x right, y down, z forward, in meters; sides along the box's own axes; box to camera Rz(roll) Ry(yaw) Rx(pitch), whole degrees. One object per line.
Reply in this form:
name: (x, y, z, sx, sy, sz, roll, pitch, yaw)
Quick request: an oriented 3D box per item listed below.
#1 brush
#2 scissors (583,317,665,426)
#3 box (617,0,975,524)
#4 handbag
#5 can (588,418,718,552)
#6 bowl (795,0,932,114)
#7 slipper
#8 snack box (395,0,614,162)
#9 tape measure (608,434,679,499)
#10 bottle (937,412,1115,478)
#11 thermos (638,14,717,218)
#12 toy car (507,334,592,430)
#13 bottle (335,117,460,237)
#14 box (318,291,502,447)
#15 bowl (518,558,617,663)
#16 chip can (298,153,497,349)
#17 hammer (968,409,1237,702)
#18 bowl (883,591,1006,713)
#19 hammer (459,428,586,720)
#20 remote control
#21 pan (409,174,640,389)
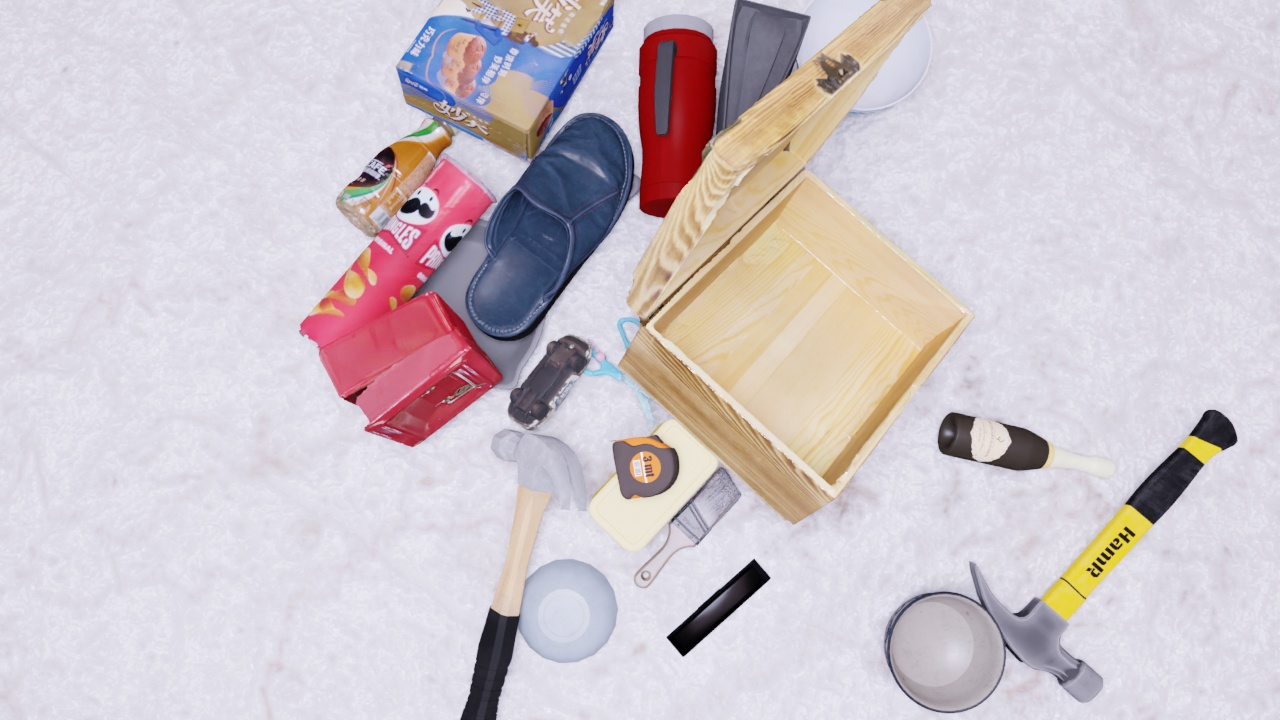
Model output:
brush: (0.047, 0.179, 0.962, 0.039, 0.012, 0.151, 43, 85, 5)
scissors: (-0.002, 0.007, 0.969, 0.142, 0.015, 0.095, 39, 76, 20)
box: (0.162, -0.089, 0.799, 0.286, 0.337, 0.278, 41, 62, 7)
handbag: (0.100, -0.228, 0.934, 0.072, 0.176, 0.195, 15, 86, 3)
can: (0.013, 0.125, 0.923, 0.075, 0.104, 0.135, 43, 85, 5)
bowl: (0.232, -0.325, 0.992, 0.144, 0.074, 0.144, 0, 83, 0)
slipper: (-0.093, -0.146, 0.943, 0.109, 0.083, 0.265, 30, 82, 6)
snack box: (-0.139, -0.337, 0.981, 0.155, 0.069, 0.202, 27, 72, 3)
tape measure: (0.007, 0.098, 0.855, 0.059, 0.038, 0.058, -13, 82, 12)
bottle: (0.405, 0.095, 0.955, 0.184, 0.045, 0.045, 13, 83, -5)
thermos: (0.035, -0.260, 0.969, 0.084, 0.108, 0.198, -1, 83, 16)
toy car: (-0.093, 0.024, 0.967, 0.048, 0.040, 0.112, 31, 79, 34)
bottle: (-0.253, -0.210, 0.991, 0.059, 0.059, 0.167, 38, 76, 5)
box: (-0.219, 0.007, 0.889, 0.129, 0.158, 0.097, -33, 78, -5)
bowl: (-0.077, 0.259, 0.940, 0.106, 0.039, 0.106, 0, 83, 0)
chip can: (-0.250, -0.101, 0.944, 0.073, 0.073, 0.233, 39, 85, 5)
hammer: (0.485, 0.177, 0.936, 0.170, 0.034, 0.324, 42, 91, 6)
bowl: (0.299, 0.288, 0.923, 0.115, 0.059, 0.115, 0, 83, 0)
hammer: (-0.132, 0.236, 0.921, 0.131, 0.039, 0.328, 14, 91, 47)
remote control: (0.081, 0.257, 0.953, 0.124, 0.012, 0.028, -41, 84, -4)
pan: (-0.146, -0.095, 0.991, 0.354, 0.024, 0.216, -35, 84, -3)
